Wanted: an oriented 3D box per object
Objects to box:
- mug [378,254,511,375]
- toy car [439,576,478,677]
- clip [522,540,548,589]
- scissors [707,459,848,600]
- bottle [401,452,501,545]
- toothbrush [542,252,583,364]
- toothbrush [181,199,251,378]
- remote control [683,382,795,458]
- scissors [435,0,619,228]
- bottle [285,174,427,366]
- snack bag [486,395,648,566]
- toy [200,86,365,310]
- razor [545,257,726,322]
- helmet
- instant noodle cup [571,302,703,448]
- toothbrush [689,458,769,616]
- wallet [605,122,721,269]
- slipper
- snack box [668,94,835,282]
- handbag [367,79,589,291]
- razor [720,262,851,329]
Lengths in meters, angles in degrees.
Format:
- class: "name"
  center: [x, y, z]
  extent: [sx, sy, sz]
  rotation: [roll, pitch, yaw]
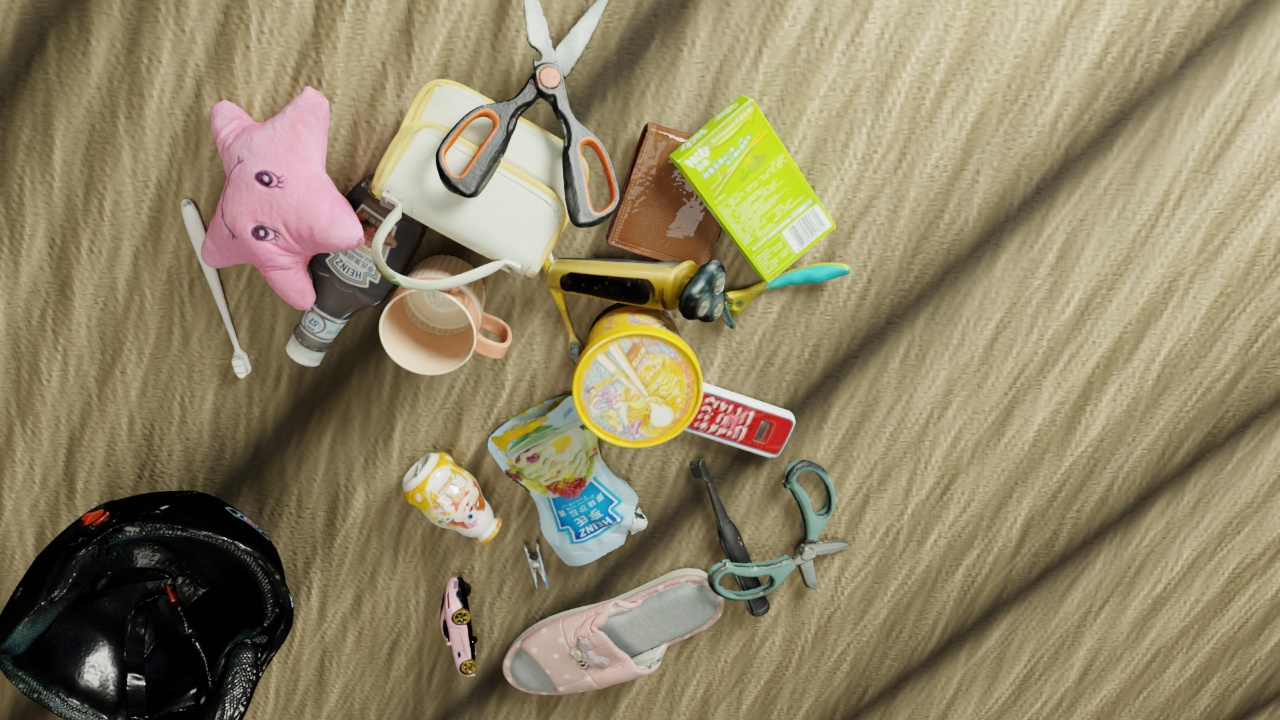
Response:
- class: "mug"
  center: [-0.174, -0.039, 0.849]
  extent: [0.114, 0.105, 0.082]
  rotation: [22, 112, -12]
- class: "toy car"
  center: [-0.204, 0.300, 1.030]
  extent: [0.037, 0.056, 0.122]
  rotation: [-5, 115, -4]
- class: "clip"
  center: [-0.116, 0.227, 1.018]
  extent: [0.036, 0.025, 0.058]
  rotation: [-12, 109, -5]
- class: "scissors"
  center: [0.152, 0.188, 1.000]
  extent: [0.171, 0.019, 0.170]
  rotation: [-9, 112, -14]
- class: "bottle"
  center: [-0.194, 0.146, 0.957]
  extent: [0.063, 0.063, 0.108]
  rotation: [-39, 111, 14]
- class: "toothbrush"
  center: [-0.084, -0.076, 0.884]
  extent: [0.016, 0.018, 0.191]
  rotation: [-15, 114, 2]
- class: "toothbrush"
  center: [-0.406, -0.065, 0.876]
  extent: [0.016, 0.016, 0.180]
  rotation: [-8, 114, -1]
- class: "remote control"
  center: [0.092, 0.060, 0.953]
  extent: [0.136, 0.020, 0.056]
  rotation: [19, 113, -11]
- class: "scissors"
  center: [-0.079, -0.211, 0.767]
  extent: [0.220, 0.022, 0.228]
  rotation: [-40, 100, -16]
- class: "bottle"
  center: [-0.274, -0.078, 0.862]
  extent: [0.080, 0.044, 0.195]
  rotation: [35, 110, -8]
- class: "snack bag"
  center: [-0.073, 0.132, 0.971]
  extent: [0.110, 0.039, 0.191]
  rotation: [-30, 114, -2]
- class: "toy"
  center: [-0.309, -0.144, 0.802]
  extent: [0.178, 0.074, 0.195]
  rotation: [22, 110, 15]
- class: "razor"
  center: [-0.005, -0.070, 0.849]
  extent: [0.167, 0.067, 0.062]
  rotation: [8, 126, 10]
- class: "helmet"
  center: [-0.471, 0.238, 0.898]
  extent: [0.275, 0.230, 0.233]
  rotation: [-37, 120, 3]
- class: "instant noodle cup"
  center: [-0.005, 0.005, 0.872]
  extent: [0.118, 0.114, 0.119]
  rotation: [-1, 114, -3]
- class: "toothbrush"
  center: [0.098, 0.196, 1.013]
  extent: [0.027, 0.026, 0.213]
  rotation: [-6, 118, 36]
- class: "wallet"
  center: [0.033, -0.150, 0.851]
  extent: [0.101, 0.032, 0.125]
  rotation: [15, 113, -12]
- class: "slipper"
  center: [-0.031, 0.320, 1.047]
  extent: [0.274, 0.054, 0.114]
  rotation: [-24, 113, 8]
- class: "snack box"
  center: [0.104, -0.153, 0.833]
  extent: [0.086, 0.026, 0.156]
  rotation: [-40, 121, 5]
- class: "handbag"
  center: [-0.146, -0.132, 0.785]
  extent: [0.163, 0.063, 0.178]
  rotation: [28, 75, -14]
- class: "razor"
  center: [0.138, -0.071, 0.891]
  extent: [0.133, 0.028, 0.043]
  rotation: [-19, 137, 10]
